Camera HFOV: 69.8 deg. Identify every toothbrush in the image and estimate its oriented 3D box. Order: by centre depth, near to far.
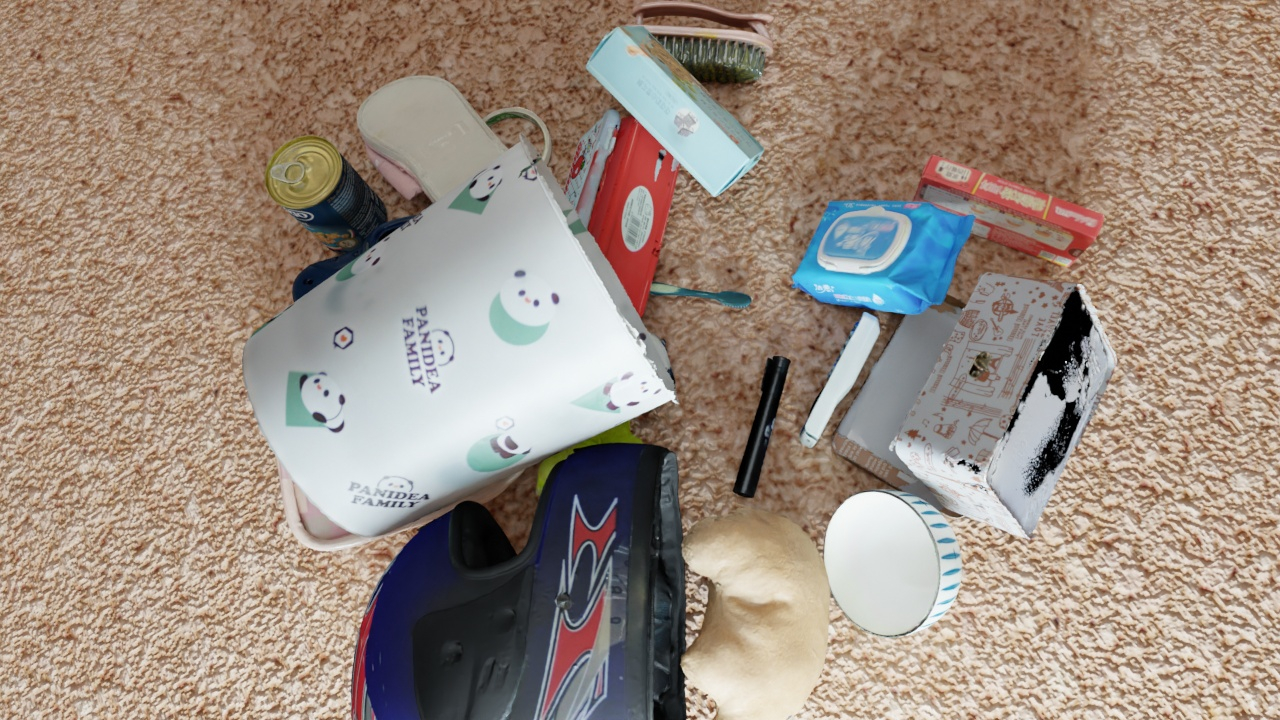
[{"bbox_3d":[0.011,-0.067,0.877,0.192,0.018,0.016,8,73,12],"label":"toothbrush"}]

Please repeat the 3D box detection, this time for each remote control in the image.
[{"bbox_3d":[0.176,0.018,0.812,0.024,0.049,0.124,28,81,11],"label":"remote control"}]

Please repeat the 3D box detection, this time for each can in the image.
[{"bbox_3d":[-0.303,-0.158,0.895,0.075,0.111,0.075,-2,73,8],"label":"can"}]

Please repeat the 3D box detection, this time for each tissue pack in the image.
[{"bbox_3d":[0.209,-0.095,0.807,0.157,0.052,0.095,14,71,48],"label":"tissue pack"}]

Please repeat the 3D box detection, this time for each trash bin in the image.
[{"bbox_3d":[-0.134,-0.007,0.689,0.252,0.229,0.229,-30,73,4],"label":"trash bin"}]

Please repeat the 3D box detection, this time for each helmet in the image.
[{"bbox_3d":[-0.091,0.217,0.698,0.240,0.247,0.314,-1,68,8],"label":"helmet"}]

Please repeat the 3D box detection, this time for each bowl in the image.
[{"bbox_3d":[0.213,0.162,0.749,0.066,0.117,0.116,3,70,-37],"label":"bowl"}]

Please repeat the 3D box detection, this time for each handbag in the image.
[{"bbox_3d":[-0.206,0.063,0.827,0.234,0.093,0.193,-8,87,-1],"label":"handbag"}]

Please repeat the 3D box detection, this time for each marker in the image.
[{"bbox_3d":[0.109,0.059,0.826,0.022,0.020,0.132,11,76,28],"label":"marker"}]

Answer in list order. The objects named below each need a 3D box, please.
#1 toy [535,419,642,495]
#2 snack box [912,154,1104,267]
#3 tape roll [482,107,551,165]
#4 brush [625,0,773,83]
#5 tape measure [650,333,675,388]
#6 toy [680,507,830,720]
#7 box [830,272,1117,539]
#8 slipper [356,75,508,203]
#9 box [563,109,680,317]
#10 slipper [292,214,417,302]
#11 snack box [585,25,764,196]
[{"bbox_3d":[-0.046,0.092,0.833,0.097,0.031,0.100,1,75,6],"label":"toy"},{"bbox_3d":[0.322,-0.132,0.818,0.153,0.075,0.025,23,80,13],"label":"snack box"},{"bbox_3d":[-0.133,-0.217,0.937,0.086,0.014,0.085,-2,75,7],"label":"tape roll"},{"bbox_3d":[0.059,-0.317,0.911,0.146,0.063,0.073,5,86,9],"label":"brush"},{"bbox_3d":[-0.005,0.005,0.843,0.065,0.033,0.066,-14,85,-4],"label":"tape measure"},{"bbox_3d":[0.091,0.232,0.736,0.143,0.083,0.225,10,74,-22],"label":"toy"},{"bbox_3d":[0.265,0.026,0.771,0.185,0.154,0.182,19,73,45],"label":"box"},{"bbox_3d":[-0.195,-0.203,0.898,0.114,0.054,0.274,-38,51,-11],"label":"slipper"},{"bbox_3d":[-0.039,-0.133,0.877,0.102,0.095,0.201,-9,60,45],"label":"box"},{"bbox_3d":[-0.217,-0.080,0.866,0.253,0.095,0.105,-17,71,8],"label":"slipper"},{"bbox_3d":[0.035,-0.234,0.856,0.175,0.074,0.052,45,116,-1],"label":"snack box"}]
